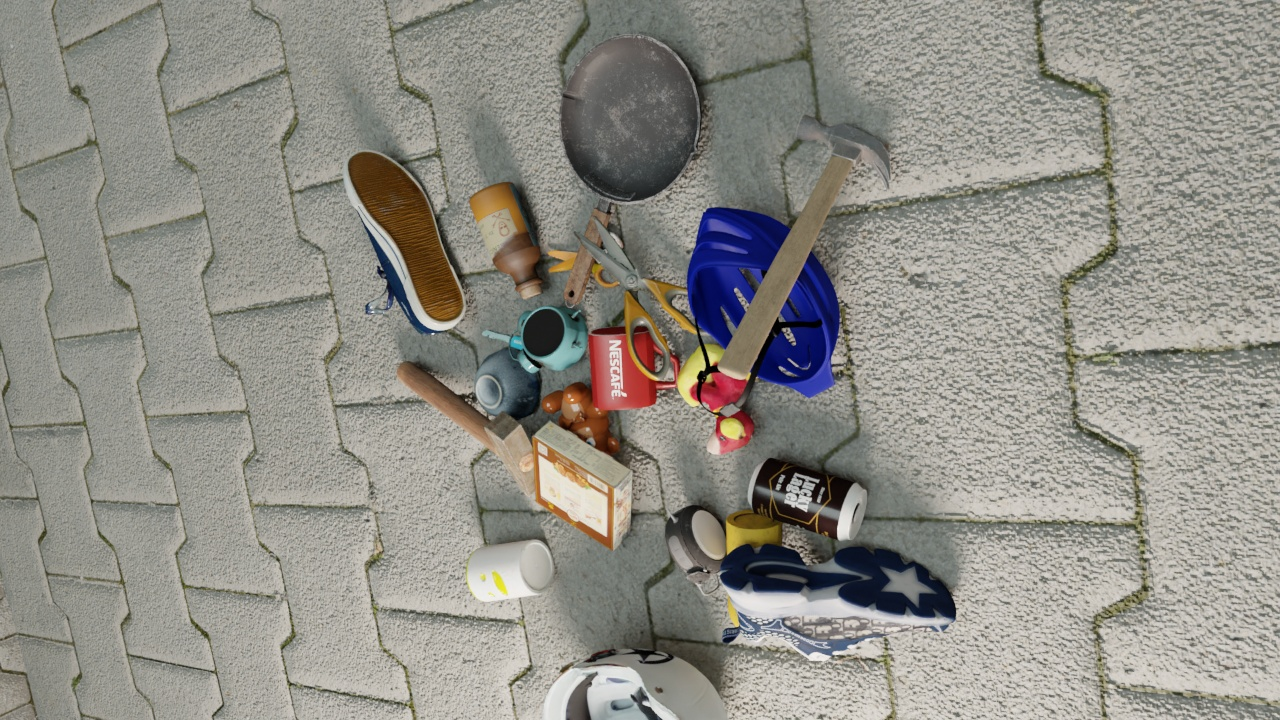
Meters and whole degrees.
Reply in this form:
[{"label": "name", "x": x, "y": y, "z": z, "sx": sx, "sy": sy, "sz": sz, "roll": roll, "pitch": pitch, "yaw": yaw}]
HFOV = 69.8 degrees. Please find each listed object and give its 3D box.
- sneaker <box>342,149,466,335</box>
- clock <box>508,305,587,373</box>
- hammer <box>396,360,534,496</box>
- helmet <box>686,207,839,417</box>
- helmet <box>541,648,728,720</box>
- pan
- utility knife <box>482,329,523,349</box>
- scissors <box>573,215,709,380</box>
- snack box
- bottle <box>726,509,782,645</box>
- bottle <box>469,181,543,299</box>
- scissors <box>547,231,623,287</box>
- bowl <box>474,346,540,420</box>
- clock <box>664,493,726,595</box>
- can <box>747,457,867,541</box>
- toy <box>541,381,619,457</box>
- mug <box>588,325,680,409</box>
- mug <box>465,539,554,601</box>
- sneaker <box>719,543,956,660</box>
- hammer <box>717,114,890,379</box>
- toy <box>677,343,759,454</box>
[{"label": "sneaker", "x": -0.367, "y": -0.165, "z": 1.365, "sx": 0.128, "sy": 0.120, "sz": 0.294, "roll": -27, "pitch": 88, "yaw": 55}, {"label": "clock", "x": -0.132, "y": -0.031, "z": 1.257, "sx": 0.124, "sy": 0.053, "sz": 0.090, "roll": -11, "pitch": 73, "yaw": 26}, {"label": "hammer", "x": -0.261, "y": 0.081, "z": 1.354, "sx": 0.301, "sy": 0.037, "sz": 0.158, "roll": 31, "pitch": 154, "yaw": 33}, {"label": "helmet", "x": 0.116, "y": -0.046, "z": 1.011, "sx": 0.241, "sy": 0.227, "sz": 0.148, "roll": 51, "pitch": 136, "yaw": -3}, {"label": "helmet", "x": 0.006, "y": 0.493, "z": 1.237, "sx": 0.265, "sy": 0.163, "sz": 0.236, "roll": -10, "pitch": 92, "yaw": 39}, {"label": "pan", "x": -0.034, "y": -0.230, "z": 1.171, "sx": 0.208, "sy": 0.040, "sz": 0.358, "roll": 30, "pitch": 115, "yaw": 22}, {"label": "utility knife", "x": -0.166, "y": -0.021, "z": 1.312, "sx": 0.158, "sy": 0.015, "sz": 0.022, "roll": 13, "pitch": 84, "yaw": 29}, {"label": "scissors", "x": 0.010, "y": -0.091, "z": 1.146, "sx": 0.166, "sy": 0.016, "sz": 0.225, "roll": -24, "pitch": 83, "yaw": -8}, {"label": "snack box", "x": -0.080, "y": 0.173, "z": 1.256, "sx": 0.143, "sy": 0.041, "sz": 0.147, "roll": 28, "pitch": 139, "yaw": 24}, {"label": "bottle", "x": 0.144, "y": 0.278, "z": 1.160, "sx": 0.071, "sy": 0.070, "sz": 0.164, "roll": 5, "pitch": 103, "yaw": 30}, {"label": "bottle", "x": -0.176, "y": -0.160, "z": 1.256, "sx": 0.068, "sy": 0.067, "sz": 0.157, "roll": -23, "pitch": 89, "yaw": 33}, {"label": "scissors", "x": -0.076, "y": -0.145, "z": 1.231, "sx": 0.133, "sy": 0.012, "sz": 0.084, "roll": 15, "pitch": 107, "yaw": 27}, {"label": "bowl", "x": -0.202, "y": 0.039, "z": 1.324, "sx": 0.110, "sy": 0.055, "sz": 0.110, "roll": 8, "pitch": 105, "yaw": 31}, {"label": "clock", "x": 0.078, "y": 0.235, "z": 1.175, "sx": 0.044, "sy": 0.091, "sz": 0.122, "roll": -34, "pitch": 77, "yaw": 32}, {"label": "can", "x": 0.199, "y": 0.166, "z": 1.099, "sx": 0.129, "sy": 0.071, "sz": 0.072, "roll": 15, "pitch": 108, "yaw": 28}, {"label": "toy", "x": -0.076, "y": 0.093, "z": 1.256, "sx": 0.095, "sy": 0.065, "sz": 0.127, "roll": -23, "pitch": 93, "yaw": 42}, {"label": "mug", "x": -0.007, "y": 0.007, "z": 1.189, "sx": 0.116, "sy": 0.080, "sz": 0.096, "roll": -3, "pitch": 101, "yaw": 3}, {"label": "mug", "x": -0.194, "y": 0.312, "z": 1.364, "sx": 0.106, "sy": 0.082, "sz": 0.082, "roll": -16, "pitch": 92, "yaw": 32}, {"label": "sneaker", "x": 0.227, "y": 0.301, "z": 1.082, "sx": 0.269, "sy": 0.103, "sz": 0.132, "roll": 4, "pitch": 118, "yaw": 8}, {"label": "hammer", "x": 0.163, "y": -0.122, "z": 0.956, "sx": 0.119, "sy": 0.330, "sz": 0.031, "roll": 23, "pitch": 156, "yaw": 18}, {"label": "toy", "x": 0.103, "y": 0.043, "z": 1.142, "sx": 0.106, "sy": 0.067, "sz": 0.137, "roll": -31, "pitch": 72, "yaw": 30}]
